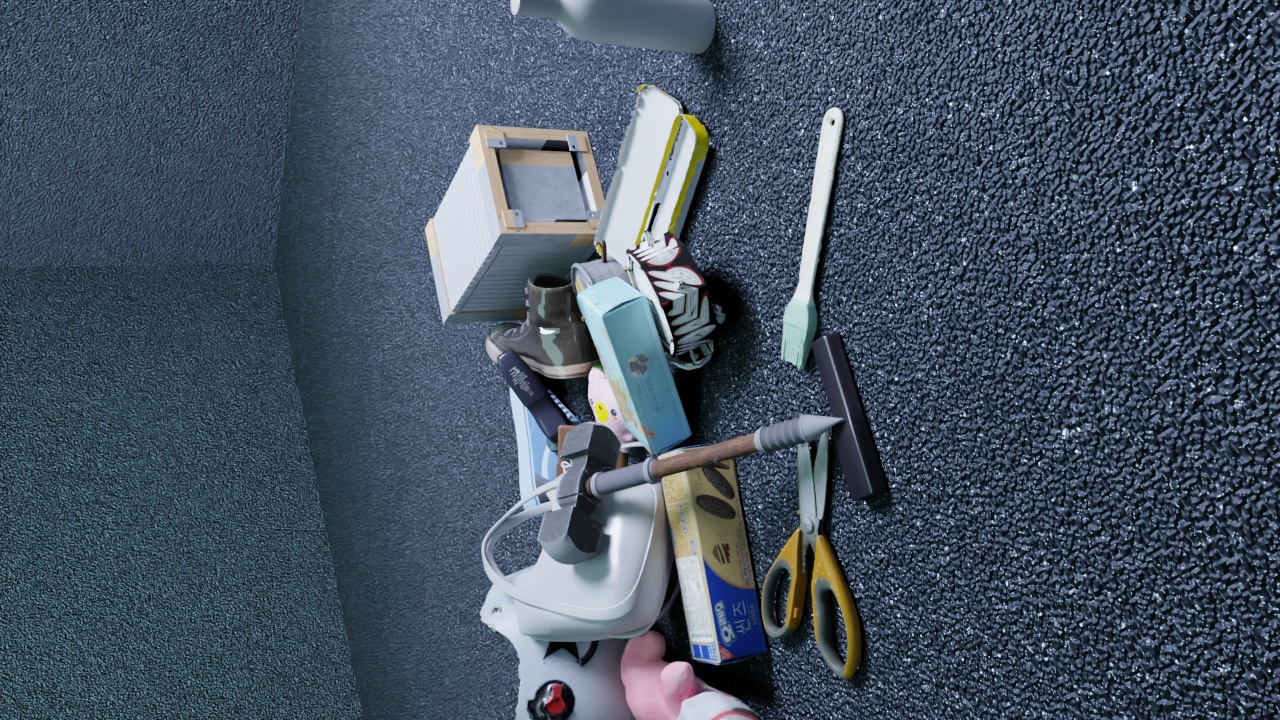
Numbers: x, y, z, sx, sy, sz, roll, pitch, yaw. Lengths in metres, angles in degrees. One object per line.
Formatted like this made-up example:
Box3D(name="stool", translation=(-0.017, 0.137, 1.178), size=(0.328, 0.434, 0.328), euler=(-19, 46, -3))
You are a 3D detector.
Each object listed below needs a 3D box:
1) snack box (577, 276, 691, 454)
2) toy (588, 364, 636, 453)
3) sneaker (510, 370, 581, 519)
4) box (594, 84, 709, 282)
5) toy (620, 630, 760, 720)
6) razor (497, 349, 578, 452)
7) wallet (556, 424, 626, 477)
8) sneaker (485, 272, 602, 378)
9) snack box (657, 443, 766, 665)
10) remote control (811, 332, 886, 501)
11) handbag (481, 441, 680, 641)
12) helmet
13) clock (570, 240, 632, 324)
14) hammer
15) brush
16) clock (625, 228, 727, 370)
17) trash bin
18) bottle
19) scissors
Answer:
Box3D(name="snack box", translation=(-0.006, 0.005, 0.939), size=(0.075, 0.053, 0.175), euler=(41, 155, 59))
Box3D(name="toy", translation=(-0.027, 0.057, 1.055), size=(0.102, 0.050, 0.093), euler=(28, 119, 50))
Box3D(name="sneaker", translation=(-0.108, 0.088, 1.208), size=(0.098, 0.083, 0.240), euler=(-20, 56, 15))
Box3D(name="box", translation=(0.009, -0.174, 0.977), size=(0.129, 0.038, 0.210), euler=(50, 137, 36))
Box3D(name="toy", translation=(0.061, 0.352, 0.878), size=(0.213, 0.084, 0.142), euler=(24, 153, 53))
Box3D(name="razor", translation=(-0.127, 0.048, 1.123), size=(0.143, 0.047, 0.052), euler=(56, 178, -19))
Box3D(name="wallet", translation=(-0.059, 0.140, 1.109), size=(0.013, 0.087, 0.121), euler=(-40, -47, -74))
Box3D(name="sneaker", translation=(-0.131, -0.052, 1.172), size=(0.235, 0.095, 0.120), euler=(15, 112, 60))
Box3D(name="snack box", translation=(0.070, 0.187, 0.900), size=(0.056, 0.057, 0.206), euler=(-28, 70, 62))
Box3D(name="remote control", translation=(0.166, 0.045, 0.748), size=(0.032, 0.015, 0.136), euler=(-38, 61, 56))
Box3D(name="handbag", translation=(-0.068, 0.191, 0.976), size=(0.223, 0.095, 0.215), euler=(-3, 55, 29))
Box3D(name="helmet", translation=(-0.062, 0.350, 1.041), size=(0.237, 0.163, 0.263), euler=(84, 162, -66))
Box3D(name="clock", translation=(-0.040, -0.058, 1.030), size=(0.104, 0.056, 0.148), euler=(61, 166, 21))
Box3D(name="hammer", translation=(0.041, 0.093, 0.836), size=(0.323, 0.043, 0.155), euler=(-21, 43, 38))
Box3D(name="brush", translation=(0.145, -0.100, 0.770), size=(0.033, 0.012, 0.218), euler=(31, 119, 55))
Box3D(name="clock", translation=(0.040, -0.056, 0.910), size=(0.155, 0.065, 0.114), euler=(76, 167, -52))
Box3D(name="trash bin", translation=(-0.163, -0.165, 1.171), size=(0.248, 0.142, 0.142), euler=(-41, 59, 55))
Box3D(name="bottle", translation=(-0.025, -0.321, 0.852), size=(0.052, 0.194, 0.052), euler=(14, 106, 59))
Box3D(name="scissors", translation=(0.142, 0.160, 0.807), size=(0.162, 0.016, 0.225), euler=(-14, 81, 60))
